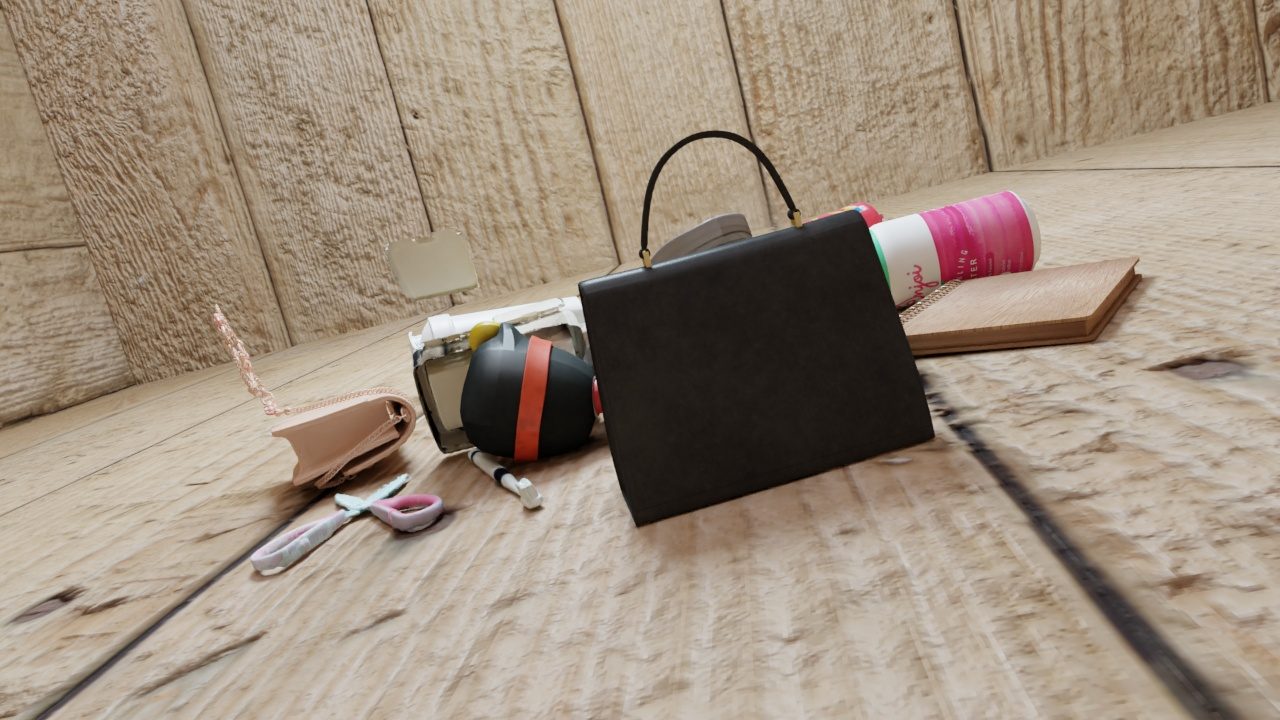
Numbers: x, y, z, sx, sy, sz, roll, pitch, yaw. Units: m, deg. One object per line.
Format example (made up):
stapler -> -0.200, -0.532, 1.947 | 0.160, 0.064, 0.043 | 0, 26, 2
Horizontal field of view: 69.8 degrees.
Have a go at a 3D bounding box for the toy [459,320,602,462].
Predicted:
toy -> -0.078, 0.030, 0.698 | 0.119, 0.098, 0.099 | 7, 25, -5

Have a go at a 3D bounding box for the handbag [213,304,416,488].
handbag -> -0.280, 0.011, 0.805 | 0.116, 0.187, 0.199 | -26, 8, -19

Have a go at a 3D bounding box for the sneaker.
sneaker -> 0.032, -0.004, 0.690 | 0.099, 0.089, 0.237 | -16, -24, -30

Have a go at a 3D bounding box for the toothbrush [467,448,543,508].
toothbrush -> -0.101, 0.079, 0.658 | 0.012, 0.017, 0.187 | -27, 13, -18

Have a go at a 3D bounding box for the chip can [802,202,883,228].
chip can -> 0.179, -0.120, 1.068 | 0.232, 0.073, 0.073 | -22, 12, -23

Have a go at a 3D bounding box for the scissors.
scissors -> -0.213, 0.112, 0.651 | 0.158, 0.014, 0.173 | -20, 11, -31

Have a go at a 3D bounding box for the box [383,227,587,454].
box -> -0.127, -0.038, 0.774 | 0.143, 0.194, 0.101 | -14, 33, -9

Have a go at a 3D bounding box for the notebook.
notebook -> 0.303, -0.044, 0.758 | 0.169, 0.022, 0.209 | -5, 13, 38

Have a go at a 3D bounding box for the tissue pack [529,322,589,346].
tissue pack -> -0.107, -0.007, 0.966 | 0.181, 0.071, 0.103 | -17, 7, 11

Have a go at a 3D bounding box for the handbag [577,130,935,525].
handbag -> 0.053, -0.031, 0.524 | 0.175, 0.196, 0.072 | -15, 10, -5

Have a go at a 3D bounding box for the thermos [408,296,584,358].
thermos -> -0.180, -0.026, 1.170 | 0.220, 0.099, 0.099 | -13, 9, -15

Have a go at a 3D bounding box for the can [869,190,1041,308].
can -> 0.305, -0.109, 0.920 | 0.166, 0.088, 0.088 | -14, 10, 3
